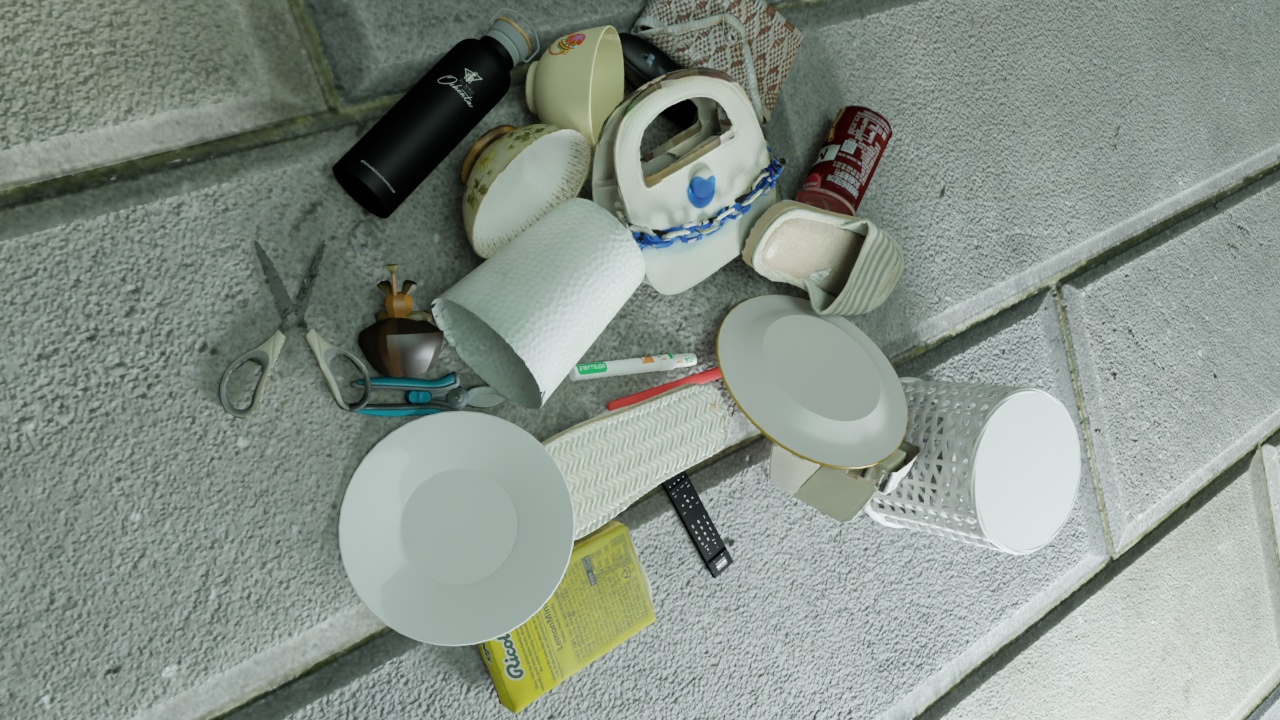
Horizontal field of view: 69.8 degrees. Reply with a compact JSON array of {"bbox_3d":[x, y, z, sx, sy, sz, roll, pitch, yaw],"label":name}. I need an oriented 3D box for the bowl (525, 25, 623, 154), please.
[{"bbox_3d":[-0.066,-0.255,0.866,0.074,0.118,0.118,7,87,12],"label":"bowl"}]

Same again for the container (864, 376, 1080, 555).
[{"bbox_3d":[0.376,0.118,1.078,0.189,0.187,0.189,-1,92,-30],"label":"container"}]

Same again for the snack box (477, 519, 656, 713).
[{"bbox_3d":[-0.075,0.244,0.904,0.180,0.045,0.121,-25,104,-30],"label":"snack box"}]

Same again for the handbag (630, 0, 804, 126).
[{"bbox_3d":[0.089,-0.346,0.975,0.185,0.047,0.124,29,77,-28],"label":"handbag"}]

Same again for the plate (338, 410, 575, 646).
[{"bbox_3d":[-0.164,0.150,0.831,0.208,0.015,0.208,1,85,-8],"label":"plate"}]

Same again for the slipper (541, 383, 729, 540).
[{"bbox_3d":[-0.026,0.102,0.922,0.262,0.052,0.115,-26,106,-23],"label":"slipper"}]

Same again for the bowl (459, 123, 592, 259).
[{"bbox_3d":[-0.117,-0.166,0.834,0.145,0.145,0.063,-40,73,-23],"label":"bowl"}]

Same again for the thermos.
[{"bbox_3d":[-0.172,-0.229,0.818,0.061,0.061,0.231,46,70,-23],"label":"thermos"}]

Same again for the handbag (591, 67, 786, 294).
[{"bbox_3d":[0.046,-0.177,0.889,0.200,0.093,0.200,-37,134,-23],"label":"handbag"}]

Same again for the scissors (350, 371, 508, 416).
[{"bbox_3d":[-0.193,0.040,0.842,0.136,0.019,0.139,47,69,-25],"label":"scissors"}]

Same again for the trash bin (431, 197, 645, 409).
[{"bbox_3d":[-0.085,-0.058,0.837,0.161,0.133,0.133,-47,113,-23],"label":"trash bin"}]

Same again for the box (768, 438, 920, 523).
[{"bbox_3d":[0.194,0.129,0.989,0.183,0.143,0.099,-20,130,-52],"label":"box"}]

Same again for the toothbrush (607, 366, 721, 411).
[{"bbox_3d":[0.056,0.021,0.991,0.212,0.018,0.012,-17,100,-25],"label":"toothbrush"}]

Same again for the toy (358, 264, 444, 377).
[{"bbox_3d":[-0.212,-0.035,0.805,0.076,0.062,0.100,0,103,6],"label":"toy"}]

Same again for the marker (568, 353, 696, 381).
[{"bbox_3d":[-0.006,0.006,0.950,0.145,0.017,0.017,-7,95,-30],"label":"marker"}]

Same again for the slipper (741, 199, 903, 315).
[{"bbox_3d":[0.213,-0.107,1.007,0.272,0.054,0.114,14,110,-46],"label":"slipper"}]

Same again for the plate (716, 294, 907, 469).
[{"bbox_3d":[0.190,0.013,0.982,0.229,0.021,0.229,13,49,-16],"label":"plate"}]

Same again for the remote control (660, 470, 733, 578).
[{"bbox_3d":[0.061,0.174,0.999,0.030,0.009,0.140,-36,109,-24],"label":"remote control"}]

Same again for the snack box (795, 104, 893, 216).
[{"bbox_3d":[0.234,-0.222,1.050,0.072,0.072,0.121,34,75,-27],"label":"snack box"}]

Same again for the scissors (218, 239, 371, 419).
[{"bbox_3d":[-0.292,-0.016,0.778,0.157,0.013,0.170,42,76,-16],"label":"scissors"}]

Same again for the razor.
[{"bbox_3d":[0.031,-0.281,0.932,0.140,0.064,0.053,30,75,-30],"label":"razor"}]
